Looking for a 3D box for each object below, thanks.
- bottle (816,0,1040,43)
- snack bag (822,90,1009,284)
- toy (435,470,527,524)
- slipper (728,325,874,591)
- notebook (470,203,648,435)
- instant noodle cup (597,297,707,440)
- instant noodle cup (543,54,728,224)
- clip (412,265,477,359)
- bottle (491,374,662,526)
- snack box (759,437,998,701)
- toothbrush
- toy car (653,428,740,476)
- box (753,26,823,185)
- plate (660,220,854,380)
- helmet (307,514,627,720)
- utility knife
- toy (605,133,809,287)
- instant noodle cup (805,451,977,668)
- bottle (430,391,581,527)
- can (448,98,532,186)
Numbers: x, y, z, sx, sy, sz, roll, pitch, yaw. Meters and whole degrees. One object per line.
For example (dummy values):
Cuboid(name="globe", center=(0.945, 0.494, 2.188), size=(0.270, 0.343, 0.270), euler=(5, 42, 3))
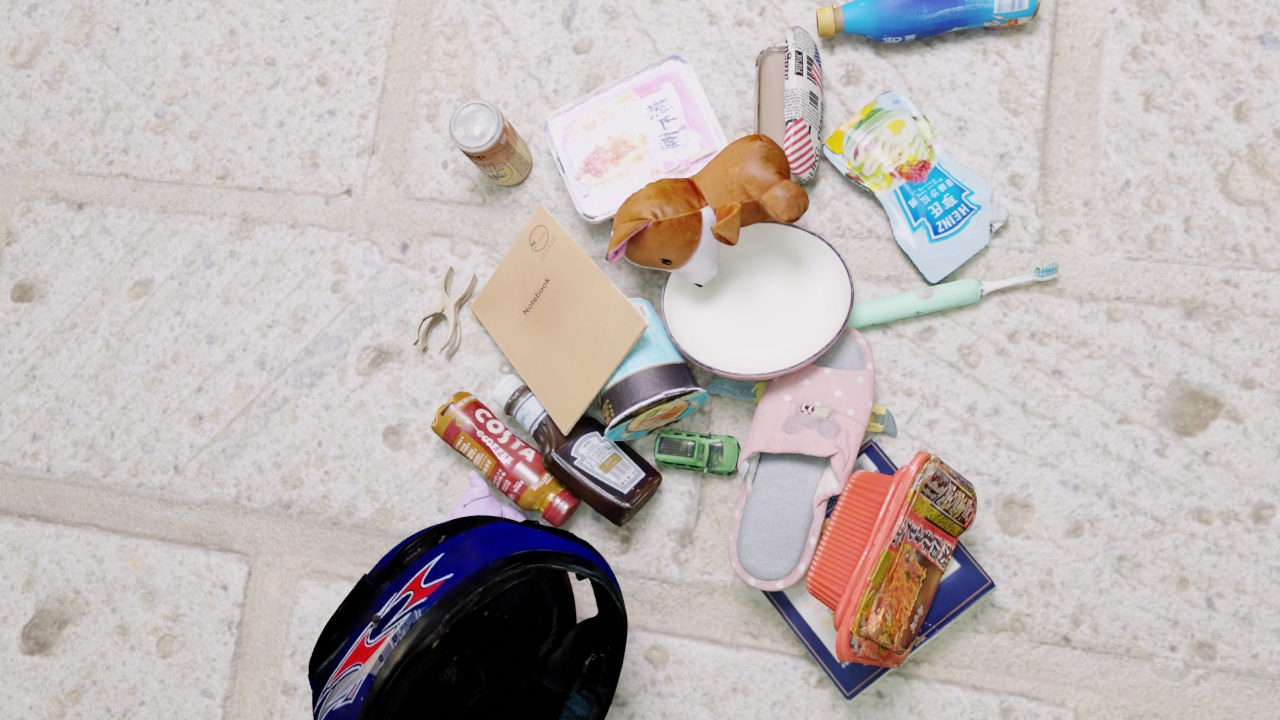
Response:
Cuboid(name="bottle", center=(0.294, -0.367, 0.952), size=(0.219, 0.065, 0.065), euler=(-6, 81, 10))
Cuboid(name="snack bag", center=(0.283, -0.181, 0.942), size=(0.110, 0.039, 0.191), euler=(-36, 78, -7))
Cuboid(name="toy", center=(-0.181, 0.182, 0.972), size=(0.084, 0.039, 0.108), euler=(41, 89, -6))
Cuboid(name="slipper", center=(0.152, 0.086, 0.884), size=(0.114, 0.054, 0.274), euler=(14, 75, 28))
Cuboid(name="notebook", center=(-0.090, -0.046, 0.944), size=(0.148, 0.008, 0.207), euler=(-53, 56, 19))
Cuboid(name="instant noodle cup", center=(-0.006, 0.005, 0.938), size=(0.111, 0.111, 0.120), euler=(-26, 70, 5))
Cuboid(name="instant noodle cup", center=(-0.003, -0.230, 0.987), size=(0.173, 0.060, 0.138), euler=(-24, 79, 5))
Cuboid(name="clip", center=(-0.203, -0.048, 1.012), size=(0.082, 0.035, 0.104), euler=(33, 81, 15))
Cuboid(name="bottle", center=(-0.072, 0.086, 0.948), size=(0.195, 0.079, 0.044), euler=(38, 133, 13))
Cuboid(name="snack box", center=(0.214, 0.200, 0.895), size=(0.178, 0.046, 0.182), euler=(-39, 78, 3))
Cuboid(name="toothbrush", center=(0.306, -0.064, 0.925), size=(0.225, 0.027, 0.026), euler=(-12, 54, 8))
Cuboid(name="toy car", center=(0.058, 0.094, 0.944), size=(0.091, 0.036, 0.043), euler=(6, 82, 7))
Cuboid(name="box", center=(0.160, -0.264, 0.950), size=(0.076, 0.087, 0.163), euler=(5, 79, -4))
Cuboid(name="plate", center=(0.118, -0.057, 0.929), size=(0.192, 0.039, 0.192), euler=(-6, 57, 9))
Cuboid(name="helmet", center=(-0.158, 0.262, 0.849), size=(0.247, 0.240, 0.315), euler=(30, 96, -25))
Cuboid(name="utility knife", center=(0.165, 0.044, 0.945), size=(0.198, 0.021, 0.031), euler=(11, 78, 16))
Cuboid(name="toy", center=(0.060, -0.140, 0.912), size=(0.199, 0.140, 0.130), euler=(-16, 96, 3))
Cuboid(name="instant noodle cup", center=(0.216, 0.172, 0.807), size=(0.079, 0.164, 0.188), euler=(19, 83, 39))
Cuboid(name="bottle", center=(-0.139, 0.105, 0.965), size=(0.175, 0.057, 0.057), euler=(38, 90, 13))
Cuboid(name="can", center=(-0.158, -0.231, 0.985), size=(0.058, 0.116, 0.058), euler=(-2, 81, 10))
